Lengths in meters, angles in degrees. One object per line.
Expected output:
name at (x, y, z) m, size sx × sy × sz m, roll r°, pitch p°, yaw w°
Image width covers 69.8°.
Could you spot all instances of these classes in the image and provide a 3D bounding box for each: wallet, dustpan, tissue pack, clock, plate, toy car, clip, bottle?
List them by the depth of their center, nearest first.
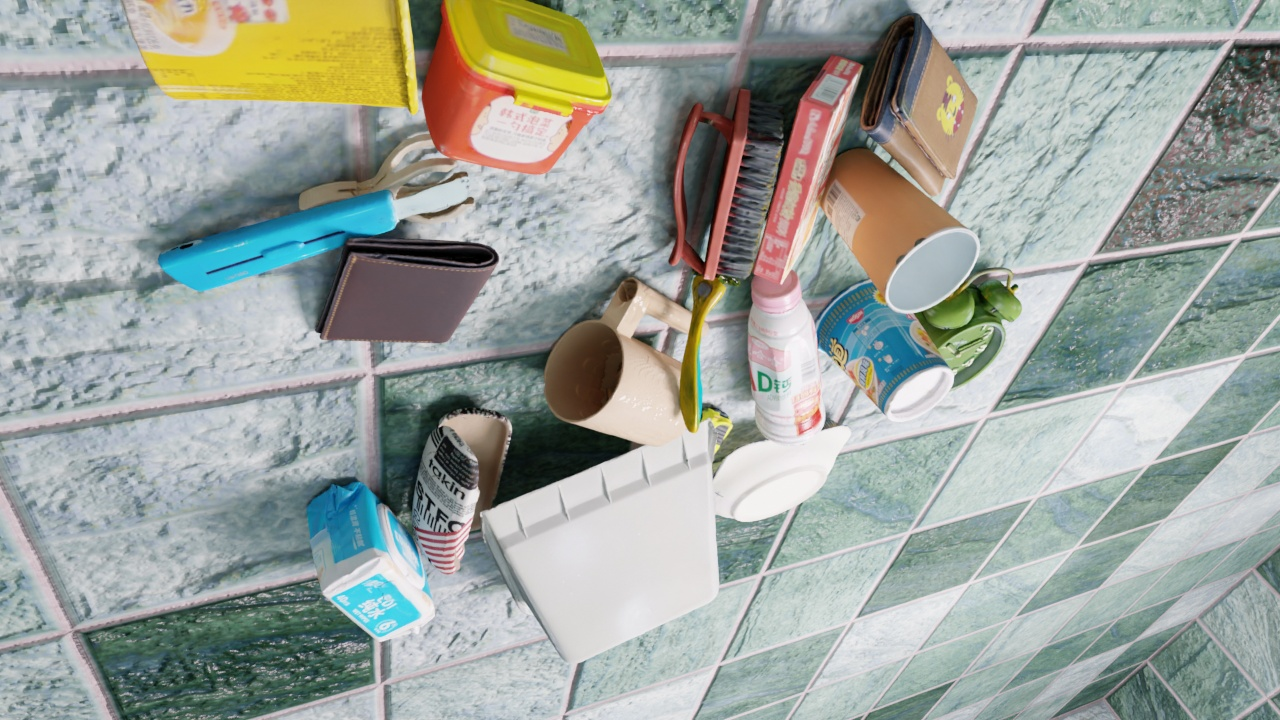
clip at (-0.155, -0.112, 0.554) m, size 0.104 × 0.034 × 0.083 m, roll -7°, pitch 142°, yaw -14°
wallet at (-0.157, -0.042, 0.609) m, size 0.096 × 0.020 × 0.123 m, roll 2°, pitch 155°, yaw -28°
wallet at (0.207, -0.183, 0.673) m, size 0.115 × 0.033 × 0.090 m, roll 26°, pitch 82°, yaw -48°
tissue pack at (-0.226, 0.171, 0.780) m, size 0.063 × 0.090 × 0.140 m, roll -25°, pitch 141°, yaw -5°
bottle at (0.128, -0.003, 0.828) m, size 0.068 × 0.068 × 0.197 m, roll -24°, pitch 138°, yaw -6°
dustpan at (-0.034, 0.174, 0.897) m, size 0.222 × 0.142 × 0.258 m, roll -21°, pitch 118°, yaw -14°
toy car at (0.047, 0.089, 0.904) m, size 0.105 × 0.032 × 0.048 m, roll -44°, pitch 140°, yaw 21°
clock at (0.313, -0.031, 0.915) m, size 0.116 × 0.056 × 0.162 m, roll -7°, pitch 137°, yaw -27°
plate at (0.144, 0.133, 0.994) m, size 0.163 × 0.034 × 0.165 m, roll -8°, pitch 148°, yaw -25°

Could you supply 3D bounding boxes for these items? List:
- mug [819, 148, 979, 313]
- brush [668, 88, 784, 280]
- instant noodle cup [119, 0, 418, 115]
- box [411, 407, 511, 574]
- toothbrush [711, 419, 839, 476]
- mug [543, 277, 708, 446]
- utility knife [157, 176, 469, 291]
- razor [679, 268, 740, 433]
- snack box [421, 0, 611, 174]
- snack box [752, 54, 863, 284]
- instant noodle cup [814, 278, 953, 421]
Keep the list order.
mug at (0.188, -0.104, 0.700) m, size 0.078 × 0.122 × 0.078 m, roll -18°, pitch 140°, yaw -16°
brush at (0.057, -0.118, 0.662) m, size 0.069 × 0.063 × 0.146 m, roll 10°, pitch 137°, yaw 1°
instant noodle cup at (-0.162, -0.176, 0.404) m, size 0.109 × 0.138 × 0.138 m, roll -7°, pitch 138°, yaw -13°
box at (-0.149, 0.105, 0.782) m, size 0.087 × 0.076 × 0.163 m, roll -33°, pitch 151°, yaw -41°
toothbrush at (0.128, 0.098, 0.980) m, size 0.191 × 0.018 × 0.016 m, roll -17°, pitch 139°, yaw -11°
mug at (-0.004, 0.004, 0.748) m, size 0.103 × 0.084 × 0.125 m, roll 24°, pitch 97°, yaw -48°
utility knife at (-0.190, -0.078, 0.547) m, size 0.191 × 0.018 × 0.034 m, roll -16°, pitch 141°, yaw 5°
razor at (0.048, -0.007, 0.734) m, size 0.028 × 0.043 × 0.132 m, roll 2°, pitch 98°, yaw -49°
snack box at (-0.074, -0.153, 0.521) m, size 0.091 × 0.082 × 0.080 m, roll 4°, pitch 141°, yaw -34°
snack box at (0.120, -0.136, 0.668) m, size 0.075 × 0.025 × 0.153 m, roll -55°, pitch 162°, yaw -42°
instant noodle cup at (0.228, -0.004, 0.849) m, size 0.099 × 0.110 × 0.099 m, roll -18°, pitch 141°, yaw -15°
